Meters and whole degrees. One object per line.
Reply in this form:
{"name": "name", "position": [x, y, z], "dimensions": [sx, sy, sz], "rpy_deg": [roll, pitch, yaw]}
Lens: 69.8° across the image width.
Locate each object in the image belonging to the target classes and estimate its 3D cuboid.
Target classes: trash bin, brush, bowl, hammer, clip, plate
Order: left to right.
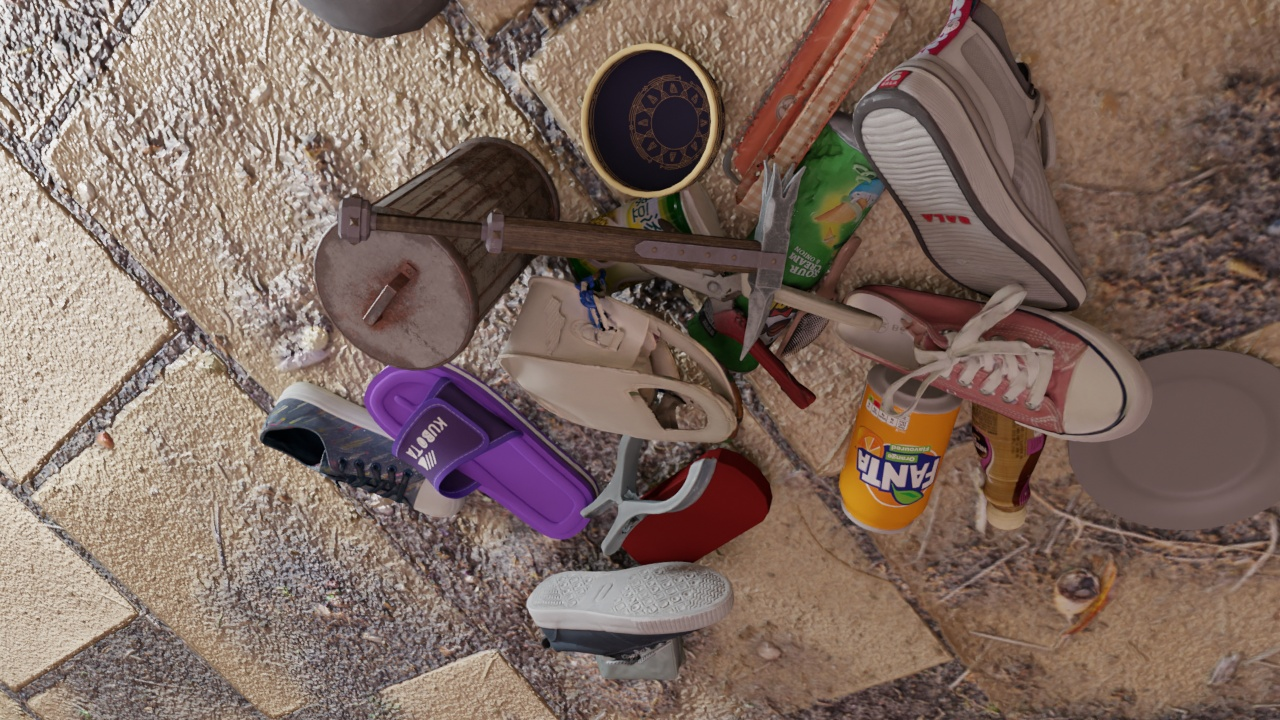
{"name": "trash bin", "position": [-0.158, -0.091, 0.744], "dimensions": [0.131, 0.210, 0.131], "rpy_deg": [8, 122, 14]}
{"name": "hammer", "position": [-0.048, -0.080, 0.643], "dimensions": [0.316, 0.028, 0.147], "rpy_deg": [4, 107, -13]}
{"name": "clip", "position": [0.017, 0.138, 0.878], "dimensions": [0.141, 0.029, 0.172], "rpy_deg": [47, 118, 33]}
{"name": "bowl", "position": [0.017, -0.185, 0.713], "dimensions": [0.112, 0.061, 0.112], "rpy_deg": [7, 106, 25]}
{"name": "brush", "position": [0.054, 0.148, 0.920], "dimensions": [0.082, 0.041, 0.174], "rpy_deg": [44, 123, -10]}
{"name": "brush", "position": [0.150, -0.048, 0.745], "dimensions": [0.015, 0.049, 0.136], "rpy_deg": [48, 145, 21]}
{"name": "plate", "position": [0.449, 0.066, 0.755], "dimensions": [0.178, 0.012, 0.179], "rpy_deg": [9, 122, 14]}

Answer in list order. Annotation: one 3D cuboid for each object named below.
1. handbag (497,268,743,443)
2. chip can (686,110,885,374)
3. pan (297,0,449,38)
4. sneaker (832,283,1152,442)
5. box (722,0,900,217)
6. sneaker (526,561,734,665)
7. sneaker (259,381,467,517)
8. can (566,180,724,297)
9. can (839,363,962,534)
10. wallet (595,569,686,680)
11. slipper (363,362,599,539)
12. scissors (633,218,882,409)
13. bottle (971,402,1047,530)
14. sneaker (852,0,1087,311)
{"name": "handbag", "position": [-0.005, 0.005, 0.777], "dimensions": [0.200, 0.092, 0.201], "rpy_deg": [16, 163, 18]}
{"name": "chip can", "position": [0.120, -0.091, 0.735], "dimensions": [0.075, 0.075, 0.224], "rpy_deg": [32, 124, -2]}
{"name": "pan", "position": [-0.262, -0.416, 0.685], "dimensions": [0.179, 0.041, 0.357], "rpy_deg": [-15, 114, 26]}
{"name": "sneaker", "position": [0.249, -0.005, 0.687], "dimensions": [0.241, 0.087, 0.118], "rpy_deg": [21, 104, 33]}
{"name": "box", "position": [0.122, -0.197, 0.677], "dimensions": [0.043, 0.083, 0.187], "rpy_deg": [22, 125, -18]}
{"name": "sneaker", "position": [-0.009, 0.265, 0.934], "dimensions": [0.236, 0.089, 0.087], "rpy_deg": [-9, 113, 29]}
{"name": "sneaker", "position": [-0.300, 0.107, 0.991], "dimensions": [0.235, 0.079, 0.088], "rpy_deg": [29, 125, 0]}
{"name": "can", "position": [0.003, -0.102, 0.770], "dimensions": [0.121, 0.067, 0.067], "rpy_deg": [-19, 112, 27]}
{"name": "can", "position": [0.222, 0.075, 0.797], "dimensions": [0.079, 0.078, 0.143], "rpy_deg": [13, 123, 11]}
{"name": "wallet", "position": [-0.006, 0.293, 1.023], "dimensions": [0.100, 0.054, 0.132], "rpy_deg": [-4, 116, 12]}
{"name": "slipper", "position": [-0.166, 0.100, 0.929], "dimensions": [0.266, 0.083, 0.107], "rpy_deg": [37, 114, -6]}
{"name": "scissors", "position": [0.095, -0.038, 0.721], "dimensions": [0.180, 0.015, 0.193], "rpy_deg": [-9, 117, 22]}
{"name": "bottle", "position": [0.311, 0.070, 0.775], "dimensions": [0.060, 0.059, 0.166], "rpy_deg": [0, 120, 19]}
{"name": "sneaker", "position": [0.256, -0.137, 0.655], "dimensions": [0.263, 0.128, 0.097], "rpy_deg": [41, 165, -33]}
